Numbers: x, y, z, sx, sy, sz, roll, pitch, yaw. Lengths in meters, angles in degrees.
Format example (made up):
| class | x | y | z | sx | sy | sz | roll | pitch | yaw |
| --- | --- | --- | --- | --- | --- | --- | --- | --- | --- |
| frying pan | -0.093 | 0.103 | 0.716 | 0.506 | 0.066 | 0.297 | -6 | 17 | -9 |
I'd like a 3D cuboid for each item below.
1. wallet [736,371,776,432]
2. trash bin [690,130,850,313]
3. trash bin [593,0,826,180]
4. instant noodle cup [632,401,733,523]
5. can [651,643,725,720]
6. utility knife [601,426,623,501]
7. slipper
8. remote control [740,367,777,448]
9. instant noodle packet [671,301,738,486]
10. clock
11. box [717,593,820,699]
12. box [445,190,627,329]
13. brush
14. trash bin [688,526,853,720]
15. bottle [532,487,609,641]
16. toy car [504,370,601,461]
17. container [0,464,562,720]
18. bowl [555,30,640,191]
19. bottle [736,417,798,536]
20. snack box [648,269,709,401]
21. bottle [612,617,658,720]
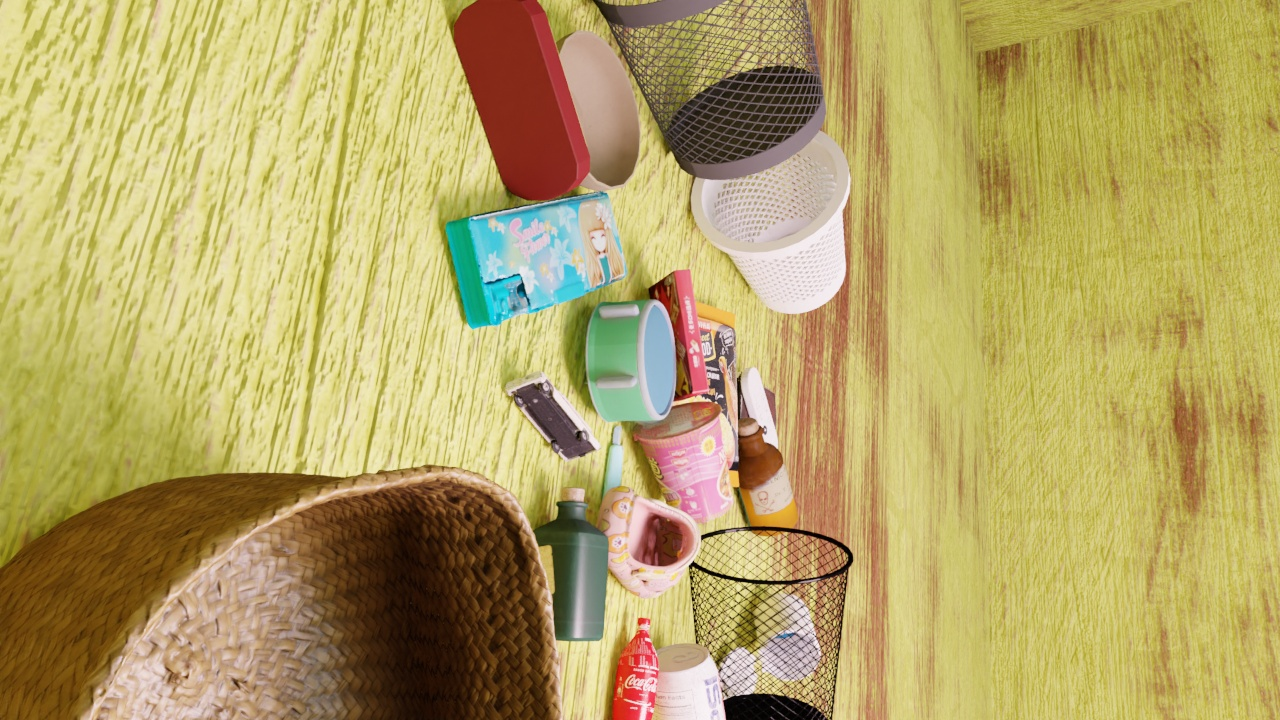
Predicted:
| class | x | y | z | sx | sy | sz | roll | pitch | yaw |
| --- | --- | --- | --- | --- | --- | --- | --- | --- | --- |
| wallet | 0.154 | 0.064 | 1.251 | 0.123 | 0.019 | 0.072 | 28 | 61 | -56 |
| trash bin | 0.188 | -0.168 | 1.204 | 0.199 | 0.196 | 0.195 | 54 | 41 | -56 |
| trash bin | 0.088 | -0.350 | 1.020 | 0.227 | 0.218 | 0.217 | 61 | 37 | -41 |
| instant noodle cup | 0.054 | 0.112 | 0.984 | 0.097 | 0.098 | 0.109 | -40 | 117 | -55 |
| can | 0.049 | 0.374 | 0.960 | 0.078 | 0.078 | 0.136 | -21 | 103 | -59 |
| utility knife | -0.027 | 0.125 | 0.930 | 0.022 | 0.015 | 0.126 | 24 | 63 | -38 |
| slipper | 0.018 | 0.185 | 0.914 | 0.197 | 0.082 | 0.093 | 51 | 45 | -60 |
| remote control | 0.159 | 0.071 | 1.223 | 0.043 | 0.013 | 0.136 | -51 | 129 | -50 |
| instant noodle packet | 0.073 | 0.039 | 1.097 | 0.159 | 0.032 | 0.220 | 12 | 75 | -52 |
| clock | -0.005 | 0.006 | 0.938 | 0.161 | 0.075 | 0.121 | 40 | 50 | -67 |
| box | 0.156 | 0.367 | 1.166 | 0.140 | 0.141 | 0.083 | -94 | 174 | -76 |
| box | -0.085 | -0.097 | 0.838 | 0.226 | 0.041 | 0.094 | -29 | 110 | -58 |
| brush | -0.097 | -0.228 | 0.797 | 0.041 | 0.082 | 0.173 | -46 | 125 | -53 |
| trash bin | 0.141 | 0.315 | 1.025 | 0.183 | 0.184 | 0.210 | -14 | 105 | -60 |
| bottle | -0.064 | 0.179 | 0.811 | 0.061 | 0.061 | 0.131 | 27 | 62 | -58 |
| toy car | -0.079 | 0.047 | 0.836 | 0.113 | 0.039 | 0.039 | 56 | 19 | -39 |
| container | -0.192 | 0.200 | 0.453 | 0.306 | 0.197 | 0.306 | 16 | 72 | -60 |
| bowl | -0.059 | -0.239 | 0.898 | 0.152 | 0.051 | 0.152 | 16 | 72 | -59 |
| bottle | 0.156 | 0.147 | 1.193 | 0.067 | 0.068 | 0.157 | -48 | 126 | -52 |
| snack box | 0.041 | -0.025 | 0.998 | 0.021 | 0.089 | 0.133 | -7 | 84 | -18 |
| bottle | -0.005 | 0.328 | 0.909 | 0.042 | 0.042 | 0.141 | 38 | 53 | -52 |
